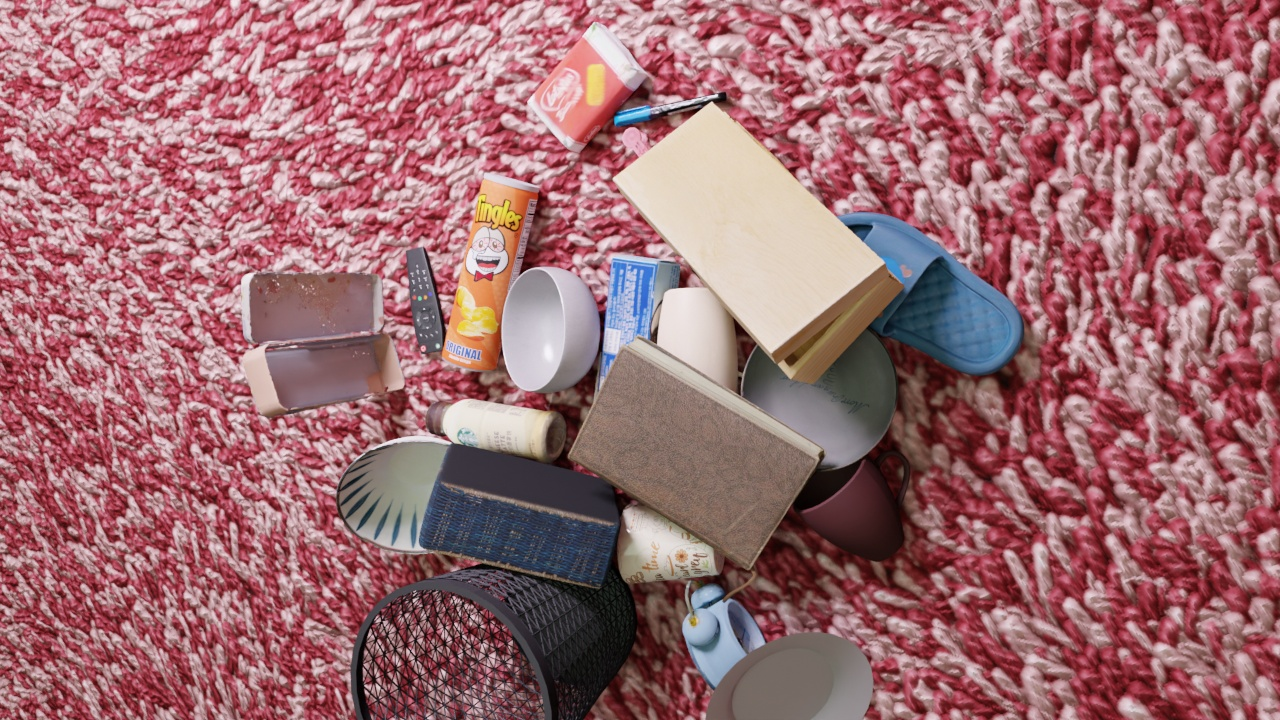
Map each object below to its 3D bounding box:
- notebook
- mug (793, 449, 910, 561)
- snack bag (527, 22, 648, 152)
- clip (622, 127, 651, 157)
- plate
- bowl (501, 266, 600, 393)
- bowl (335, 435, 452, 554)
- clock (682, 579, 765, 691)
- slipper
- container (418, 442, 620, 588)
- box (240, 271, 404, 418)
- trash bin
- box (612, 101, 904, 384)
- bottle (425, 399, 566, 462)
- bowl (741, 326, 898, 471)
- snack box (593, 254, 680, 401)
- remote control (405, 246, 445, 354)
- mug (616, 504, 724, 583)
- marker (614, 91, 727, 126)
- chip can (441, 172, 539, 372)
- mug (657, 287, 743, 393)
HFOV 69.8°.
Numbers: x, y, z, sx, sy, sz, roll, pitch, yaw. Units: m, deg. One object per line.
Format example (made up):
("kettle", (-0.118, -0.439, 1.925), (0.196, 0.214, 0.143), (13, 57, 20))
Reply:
("notebook", (0.042, 0.107, 0.879), (0.215, 0.034, 0.190), (31, 115, 8))
("mug", (0.216, 0.136, 0.867), (0.114, 0.087, 0.088), (-43, 96, -8))
("snack bag", (-0.056, -0.285, 0.963), (0.116, 0.036, 0.077), (-44, 78, 21))
("clip", (0.007, -0.216, 0.954), (0.022, 0.038, 0.059), (-36, 79, 19))
("plate", (0.143, 0.330, 0.895), (0.172, 0.019, 0.173), (-5, 114, -13))
("bowl", (-0.088, -0.031, 0.973), (0.132, 0.064, 0.132), (-2, 87, 53))
("bowl", (-0.256, 0.137, 1.056), (0.178, 0.177, 0.070), (-45, 32, 21))
("clock", (0.080, 0.276, 0.923), (0.052, 0.088, 0.124), (-35, 96, 18))
("slipper", (0.247, -0.064, 0.837), (0.214, 0.059, 0.104), (32, 104, 17))
("container", (-0.120, 0.153, 0.937), (0.187, 0.145, 0.071), (15, 99, -8))
("box", (-0.348, -0.027, 1.019), (0.058, 0.216, 0.154), (-13, 91, 22))
("trash bin", (-0.126, 0.295, 0.933), (0.217, 0.242, 0.217), (2, 96, 24))
("box", (0.100, -0.116, 0.828), (0.141, 0.122, 0.249), (-51, 57, 23))
("bottle", (-0.166, 0.076, 1.034), (0.162, 0.056, 0.056), (7, 97, 24))
("bowl", (0.175, 0.028, 0.877), (0.151, 0.056, 0.150), (1, 93, 26))
("snack box", (-0.006, 0.006, 0.956), (0.059, 0.059, 0.226), (10, 98, 26))
("remote control", (-0.255, -0.071, 1.085), (0.039, 0.010, 0.124), (-9, 91, 24))
("mug", (0.036, 0.171, 0.955), (0.097, 0.081, 0.121), (-2, 67, 17))
("marker", (0.029, -0.258, 0.937), (0.123, 0.018, 0.015), (-6, 94, 24))
("chip can", (-0.166, -0.096, 1.015), (0.062, 0.062, 0.210), (20, 103, 21))
("mug", (0.071, -0.019, 0.915), (0.111, 0.085, 0.104), (-2, 90, -4))
